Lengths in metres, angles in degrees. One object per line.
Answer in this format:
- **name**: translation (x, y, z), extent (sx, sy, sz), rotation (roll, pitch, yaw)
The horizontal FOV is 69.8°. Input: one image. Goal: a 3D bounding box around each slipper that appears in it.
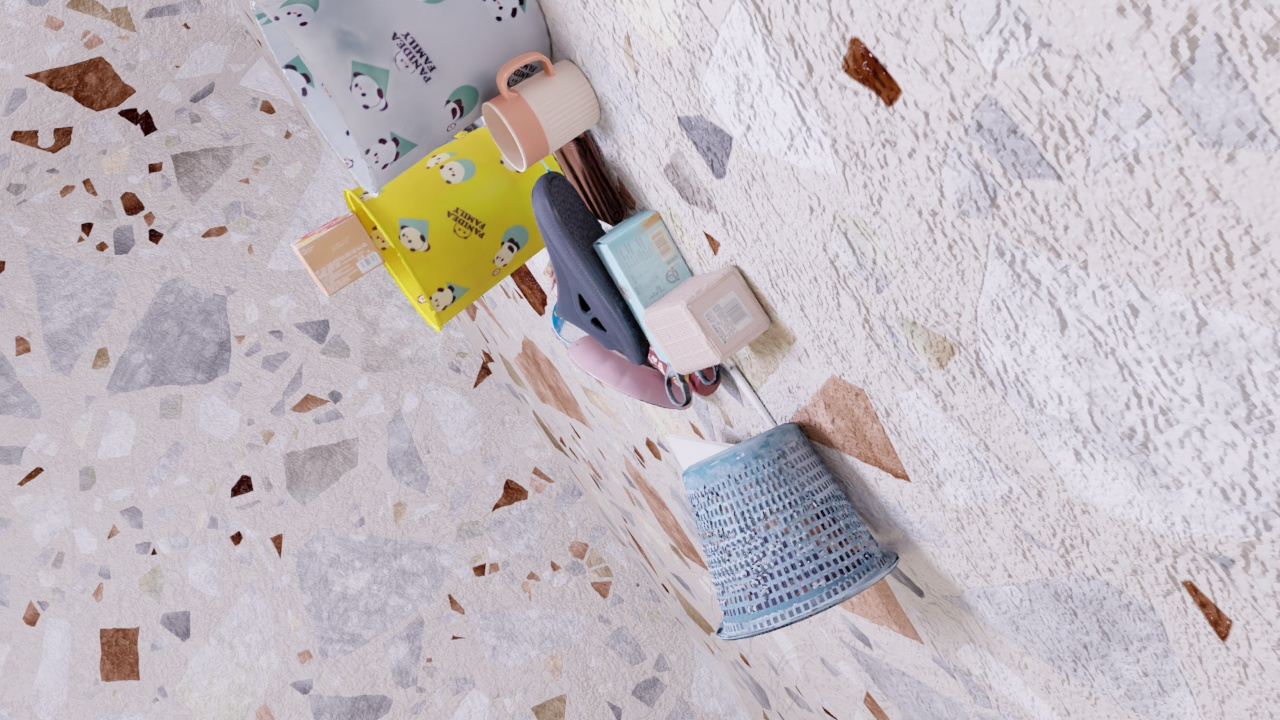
- **slipper**: translation (-0.071, -0.104, 1.121), extent (0.268, 0.083, 0.110), rotation (58, -153, -29)

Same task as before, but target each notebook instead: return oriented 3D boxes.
- **notebook**: translation (0.140, 0.173, 1.281), extent (0.209, 0.012, 0.150), rotation (5, 132, 46)

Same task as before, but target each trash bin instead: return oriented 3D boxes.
- **trash bin**: translation (-0.252, -0.344, 1.018), extent (0.229, 0.251, 0.230), rotation (50, 164, 19)
- **trash bin**: translation (0.154, 0.185, 1.063), extent (0.227, 0.226, 0.195), rotation (128, 119, -75)
- **trash bin**: translation (-0.243, -0.203, 1.292), extent (0.229, 0.255, 0.230), rotation (50, 165, 19)

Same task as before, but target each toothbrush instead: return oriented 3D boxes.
- **toothbrush**: translation (0.160, 0.082, 1.138), extent (0.180, 0.016, 0.016), rotation (56, 160, -3)

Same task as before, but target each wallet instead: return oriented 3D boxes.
- **wallet**: translation (-0.065, -0.225, 1.138), extent (0.124, 0.032, 0.101), rotation (61, 167, -23)

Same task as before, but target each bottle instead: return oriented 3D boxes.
- **bottle**: translation (0.041, -0.009, 1.228), extent (0.175, 0.057, 0.057), rotation (39, 159, 47)

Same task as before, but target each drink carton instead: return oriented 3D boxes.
- **drink carton**: translation (-0.126, -0.140, 1.481), extent (0.053, 0.045, 0.123), rotation (56, 165, 0)

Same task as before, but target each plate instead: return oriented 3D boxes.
- **plate**: translation (-0.008, 0.008, 1.298), extent (0.192, 0.039, 0.192), rotation (24, -167, -6)

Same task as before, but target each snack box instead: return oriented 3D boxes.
- **snack box**: translation (-0.423, -0.150, 1.279), extent (0.077, 0.092, 0.094), rotation (61, 164, -23)
- **snack box**: translation (0.021, -0.085, 1.088), extent (0.175, 0.074, 0.052), rotation (60, 166, -18)

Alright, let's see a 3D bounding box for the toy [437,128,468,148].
- **toy**: translation (-0.330, -0.357, 1.581), extent (0.138, 0.091, 0.357), rotation (29, 173, -16)

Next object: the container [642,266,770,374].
- **container**: translation (0.073, -0.044, 0.996), extent (0.090, 0.089, 0.111), rotation (56, 163, -7)

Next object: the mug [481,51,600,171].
- **mug**: translation (-0.112, -0.282, 1.004), extent (0.081, 0.105, 0.115), rotation (43, 161, 39)

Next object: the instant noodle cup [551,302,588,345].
- **instant noodle cup**: translation (-0.086, -0.052, 1.476), extent (0.099, 0.099, 0.110), rotation (50, 172, 16)

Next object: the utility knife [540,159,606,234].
- **utility knife**: translation (-0.073, -0.190, 1.142), extent (0.174, 0.013, 0.029), rotation (48, 174, -22)

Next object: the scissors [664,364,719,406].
- **scissors**: translation (0.039, -0.021, 1.170), extent (0.165, 0.014, 0.163), rotation (21, 104, 38)
